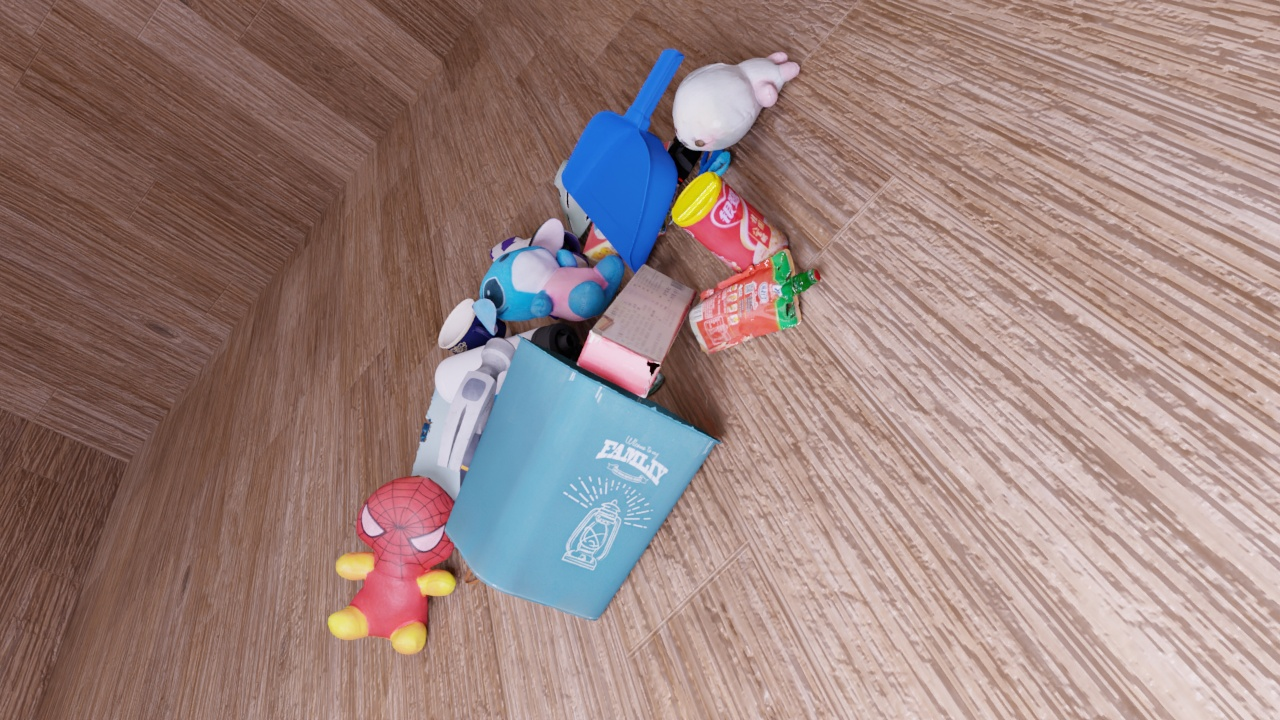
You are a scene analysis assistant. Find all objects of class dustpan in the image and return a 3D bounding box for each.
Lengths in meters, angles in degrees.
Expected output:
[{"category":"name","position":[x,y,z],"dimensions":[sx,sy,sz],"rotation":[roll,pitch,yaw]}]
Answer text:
[{"category":"dustpan","position":[-0.004,-0.277,1.196],"dimensions":[0.258,0.059,0.245],"rotation":[-57,41,20]}]

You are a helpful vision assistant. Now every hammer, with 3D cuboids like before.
[{"category":"hammer","position":[-0.189,0.123,1.058],"dimensions":[0.313,0.035,0.139],"rotation":[102,-171,-50]}]

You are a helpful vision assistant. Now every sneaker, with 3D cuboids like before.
[{"category":"sneaker","position":[-0.148,-0.158,1.387],"dimensions":[0.111,0.091,0.244],"rotation":[-50,35,6]}]

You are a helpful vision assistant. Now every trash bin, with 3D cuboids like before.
[{"category":"trash bin","position":[-0.072,0.120,0.933],"dimensions":[0.218,0.196,0.199],"rotation":[-63,31,0]}]

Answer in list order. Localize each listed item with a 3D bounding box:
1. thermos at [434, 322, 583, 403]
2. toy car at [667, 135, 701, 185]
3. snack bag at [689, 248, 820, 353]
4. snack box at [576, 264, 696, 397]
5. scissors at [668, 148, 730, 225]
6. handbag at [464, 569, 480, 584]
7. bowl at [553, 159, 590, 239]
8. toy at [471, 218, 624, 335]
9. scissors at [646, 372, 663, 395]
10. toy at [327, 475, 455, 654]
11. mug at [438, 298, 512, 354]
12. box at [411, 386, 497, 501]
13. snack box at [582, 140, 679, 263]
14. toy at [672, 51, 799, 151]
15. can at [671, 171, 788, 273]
[{"category":"thermos","position":[-0.163,0.017,1.201],"dimensions":[0.231,0.101,0.068],"rotation":[-16,29,37]},{"category":"toy car","position":[0.061,-0.281,1.246],"dimensions":[0.036,0.042,0.091],"rotation":[-18,35,49]},{"category":"snack bag","position":[0.122,-0.063,0.969],"dimensions":[0.155,0.044,0.087],"rotation":[-24,61,39]},{"category":"snack box","position":[0.004,-0.037,0.961],"dimensions":[0.044,0.076,0.272],"rotation":[-64,-1,21]},{"category":"scissors","position":[0.073,-0.237,1.233],"dimensions":[0.135,0.016,0.083],"rotation":[-48,28,25]},{"category":"handbag","position":[-0.159,0.207,1.105],"dimensions":[0.196,0.043,0.093],"rotation":[-44,31,25]},{"category":"bowl","position":[-0.092,-0.273,1.385],"dimensions":[0.174,0.068,0.174],"rotation":[-159,91,-77]},{"category":"toy","position":[-0.117,-0.106,1.219],"dimensions":[0.192,0.099,0.223],"rotation":[5,38,22]},{"category":"scissors","position":[-0.011,0.021,1.101],"dimensions":[0.132,0.012,0.108],"rotation":[-37,36,28]},{"category":"toy","position":[-0.301,0.249,1.151],"dimensions":[0.099,0.147,0.216],"rotation":[160,126,-80]},{"category":"mug","position":[-0.238,-0.033,1.385],"dimensions":[0.112,0.089,0.085],"rotation":[8,68,56]},{"category":"box","position":[-0.220,0.092,1.275],"dimensions":[0.176,0.060,0.242],"rotation":[-15,47,24]},{"category":"snack box","position":[-0.008,-0.219,1.293],"dimensions":[0.143,0.040,0.144],"rotation":[-20,46,47]},{"category":"toy","position":[0.121,-0.345,1.195],"dimensions":[0.179,0.101,0.138],"rotation":[-30,35,-3]},{"category":"can","position":[0.099,-0.143,0.997],"dimensions":[0.067,0.124,0.066],"rotation":[-36,34,30]}]
